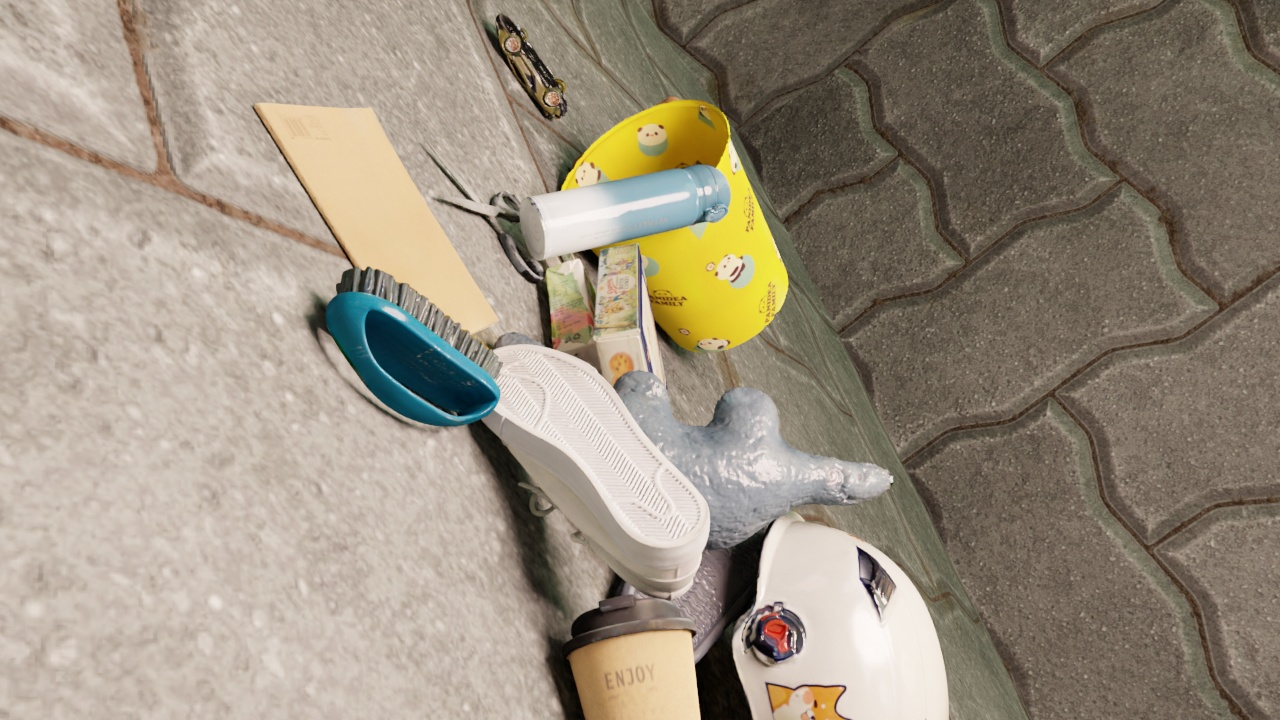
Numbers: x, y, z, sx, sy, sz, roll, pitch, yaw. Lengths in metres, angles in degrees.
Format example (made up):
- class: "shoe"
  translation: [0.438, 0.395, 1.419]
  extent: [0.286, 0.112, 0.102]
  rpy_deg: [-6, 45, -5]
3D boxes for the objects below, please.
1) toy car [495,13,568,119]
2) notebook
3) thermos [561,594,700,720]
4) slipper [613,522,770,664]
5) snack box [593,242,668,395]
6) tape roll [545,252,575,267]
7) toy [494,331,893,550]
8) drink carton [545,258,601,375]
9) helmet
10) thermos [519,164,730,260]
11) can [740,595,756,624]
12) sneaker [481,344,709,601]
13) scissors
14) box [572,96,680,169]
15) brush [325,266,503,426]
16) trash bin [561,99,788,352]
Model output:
- class: "toy car"
  translation: [-0.152, -0.404, 1.265]
  extent: [0.158, 0.042, 0.070]
  rpy_deg: [54, 18, -21]
- class: "notebook"
  translation: [-0.196, -0.107, 0.716]
  extent: [0.211, 0.012, 0.149]
  rpy_deg: [59, 19, -4]
- class: "thermos"
  translation: [0.002, 0.233, 0.600]
  extent: [0.093, 0.093, 0.143]
  rpy_deg: [33, 39, -54]
- class: "slipper"
  translation: [0.041, 0.186, 0.813]
  extent: [0.110, 0.084, 0.267]
  rpy_deg: [50, 35, 3]
- class: "snack box"
  translation: [-0.005, 0.005, 0.894]
  extent: [0.182, 0.046, 0.178]
  rpy_deg: [-89, 169, -59]
- class: "tape roll"
  translation: [-0.091, -0.118, 1.002]
  extent: [0.086, 0.014, 0.085]
  rpy_deg: [60, 11, -20]
- class: "toy"
  translation: [0.037, 0.082, 0.754]
  extent: [0.092, 0.356, 0.137]
  rpy_deg: [114, -8, -65]
- class: "drink carton"
  translation: [-0.065, -0.039, 0.907]
  extent: [0.053, 0.045, 0.122]
  rpy_deg: [64, 10, -47]
- class: "helmet"
  translation: [0.177, 0.272, 0.771]
  extent: [0.230, 0.157, 0.273]
  rpy_deg: [33, 64, -59]
- class: "thermos"
  translation: [-0.011, -0.155, 0.938]
  extent: [0.070, 0.220, 0.070]
  rpy_deg: [46, -36, 49]
- class: "can"
  translation: [0.144, 0.262, 0.954]
  extent: [0.111, 0.075, 0.075]
  rpy_deg: [65, 18, 16]
- class: "sneaker"
  translation: [-0.040, 0.079, 0.674]
  extent: [0.242, 0.089, 0.091]
  rpy_deg: [41, -33, 34]
- class: "scissors"
  translation: [-0.149, -0.149, 0.906]
  extent: [0.181, 0.014, 0.159]
  rpy_deg: [54, 17, -22]
- class: "box"
  translation: [0.043, -0.239, 1.311]
  extent: [0.260, 0.177, 0.082]
  rpy_deg: [47, 22, -37]
- class: "brush"
  translation: [-0.148, 0.001, 0.608]
  extent: [0.144, 0.055, 0.073]
  rpy_deg: [44, 39, -43]
- class: "trash bin"
  translation: [0.058, -0.157, 1.172]
  extent: [0.255, 0.230, 0.229]
  rpy_deg: [51, 19, -41]
